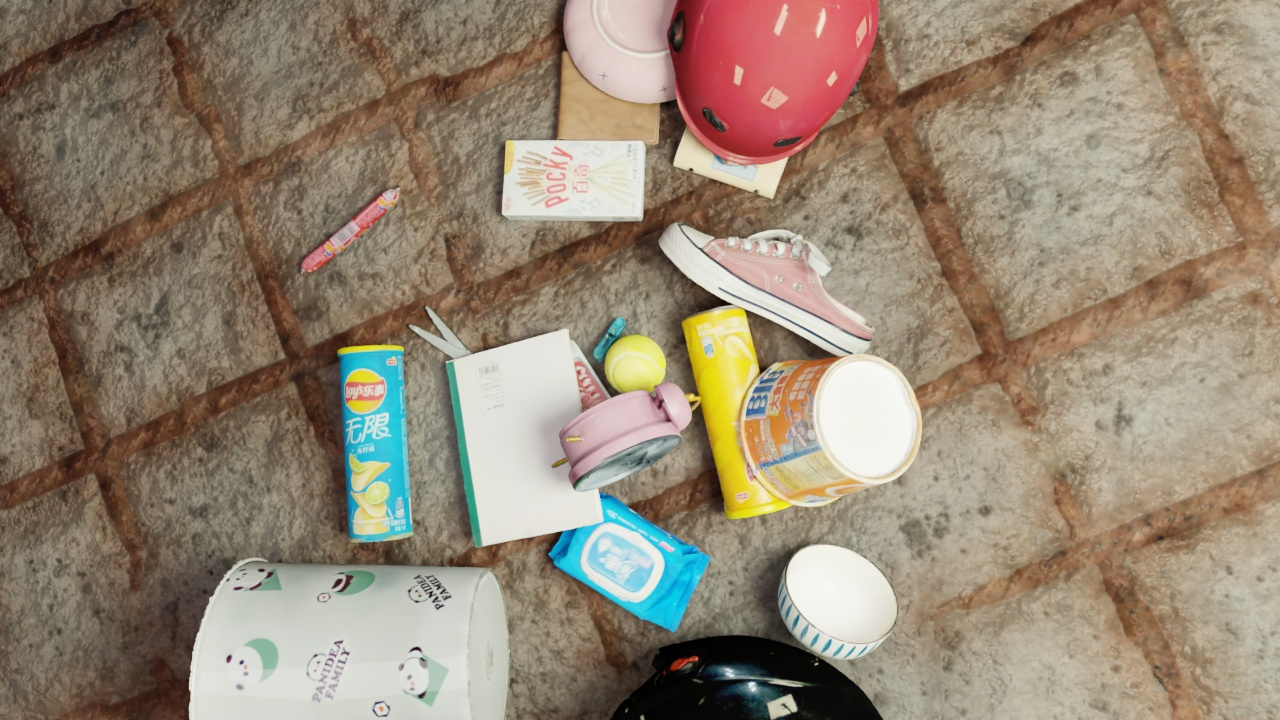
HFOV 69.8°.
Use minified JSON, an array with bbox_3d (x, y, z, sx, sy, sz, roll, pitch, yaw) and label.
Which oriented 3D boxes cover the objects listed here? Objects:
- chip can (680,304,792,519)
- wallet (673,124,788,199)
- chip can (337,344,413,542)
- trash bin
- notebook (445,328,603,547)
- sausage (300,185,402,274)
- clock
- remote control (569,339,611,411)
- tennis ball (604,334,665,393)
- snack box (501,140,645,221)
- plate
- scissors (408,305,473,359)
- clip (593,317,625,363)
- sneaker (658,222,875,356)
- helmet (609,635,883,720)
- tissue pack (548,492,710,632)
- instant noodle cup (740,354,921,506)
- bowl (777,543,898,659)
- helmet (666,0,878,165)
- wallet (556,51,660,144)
[{"bbox_3d":[0.100,0.053,0.949,0.072,0.072,0.213,-13,84,8],"label":"chip can"},{"bbox_3d":[0.103,-0.233,0.991,0.115,0.024,0.087,21,95,10],"label":"wallet"},{"bbox_3d":[-0.292,0.090,1.009,0.071,0.071,0.210,-5,86,9],"label":"chip can"},{"bbox_3d":[-0.273,0.309,0.924,0.252,0.229,0.229,-4,86,4],"label":"trash bin"},{"bbox_3d":[-0.128,0.084,0.982,0.150,0.012,0.209,-14,79,17],"label":"notebook"},{"bbox_3d":[-0.333,-0.149,1.056,0.156,0.020,0.020,-39,82,5],"label":"sausage"},{"bbox_3d":[-0.008,0.072,0.913,0.158,0.117,0.059,-19,72,-22],"label":"clock"},{"bbox_3d":[-0.063,0.043,0.997,0.056,0.020,0.136,-32,83,-5],"label":"remote control"},{"bbox_3d":[-0.006,0.006,0.971,0.065,0.065,0.065,-1,86,9],"label":"tennis ball"},{"bbox_3d":[-0.074,-0.198,1.014,0.157,0.027,0.084,2,87,8],"label":"snack box"},{"bbox_3d":[0.010,-0.377,0.994,0.192,0.039,0.192,-1,82,4],"label":"plate"},{"bbox_3d":[-0.180,-0.001,1.026,0.144,0.012,0.170,-18,85,7],"label":"scissors"},{"bbox_3d":[-0.033,-0.023,0.999,0.013,0.037,0.055,30,84,7],"label":"clip"},{"bbox_3d":[0.138,-0.091,0.936,0.241,0.118,0.088,29,109,4],"label":"sneaker"},{"bbox_3d":[0.099,0.380,0.851,0.274,0.231,0.233,-11,83,-31],"label":"helmet"},{"bbox_3d":[-0.012,0.210,0.966,0.157,0.052,0.095,29,92,10],"label":"tissue pack"},{"bbox_3d":[0.188,0.062,0.883,0.151,0.112,0.151,5,77,-23],"label":"instant noodle cup"},{"bbox_3d":[0.189,0.248,0.914,0.116,0.116,0.066,25,130,10],"label":"bowl"},{"bbox_3d":[0.137,-0.325,0.907,0.207,0.144,0.240,15,87,-8],"label":"helmet"},{"bbox_3d":[-0.034,-0.291,1.018,0.115,0.020,0.101,2,87,7],"label":"wallet"}]
